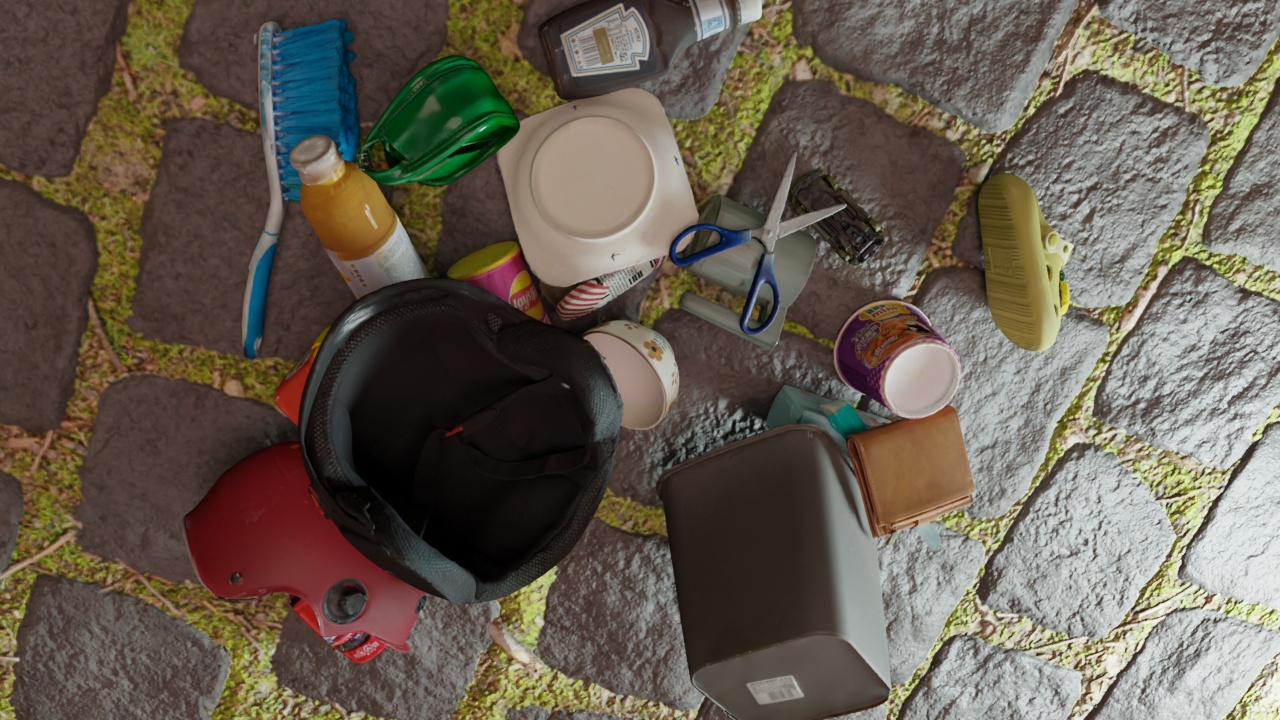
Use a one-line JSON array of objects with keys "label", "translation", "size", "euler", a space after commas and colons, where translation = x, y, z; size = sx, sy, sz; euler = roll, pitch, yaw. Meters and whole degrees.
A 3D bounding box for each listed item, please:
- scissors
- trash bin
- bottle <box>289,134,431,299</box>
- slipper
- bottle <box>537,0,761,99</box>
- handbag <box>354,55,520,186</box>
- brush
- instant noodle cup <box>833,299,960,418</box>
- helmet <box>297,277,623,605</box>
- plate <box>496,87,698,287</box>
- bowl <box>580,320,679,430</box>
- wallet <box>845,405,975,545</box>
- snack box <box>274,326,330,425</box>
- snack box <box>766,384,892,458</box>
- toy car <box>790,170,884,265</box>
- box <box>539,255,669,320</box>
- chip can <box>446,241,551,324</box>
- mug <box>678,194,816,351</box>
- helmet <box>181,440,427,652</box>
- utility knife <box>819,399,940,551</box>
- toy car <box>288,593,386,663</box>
[{"label": "scissors", "translation": [0.107, -0.104, 0.829], "size": [0.175, 0.012, 0.162], "euler": [-7, 102, -11]}, {"label": "trash bin", "translation": [0.133, 0.217, 0.893], "size": [0.199, 0.219, 0.199], "euler": [-23, 130, 22]}, {"label": "bottle", "translation": [-0.240, -0.109, 0.794], "size": [0.068, 0.068, 0.190], "euler": [-20, 140, -1]}, {"label": "slipper", "translation": [0.398, -0.102, 0.923], "size": [0.081, 0.091, 0.190], "euler": [-20, 109, -4]}, {"label": "bottle", "translation": [0.011, -0.292, 0.814], "size": [0.195, 0.044, 0.080], "euler": [-18, 112, -2]}, {"label": "handbag", "translation": [-0.170, -0.195, 0.777], "size": [0.120, 0.131, 0.068], "euler": [-35, 97, 12]}, {"label": "brush", "translation": [-0.309, -0.143, 0.820], "size": [0.109, 0.060, 0.315], "euler": [3, 112, -4]}, {"label": "instant noodle cup", "translation": [0.266, 0.002, 0.935], "size": [0.111, 0.099, 0.112], "euler": [-3, 109, -8]}, {"label": "helmet", "translation": [-0.158, 0.064, 0.763], "size": [0.233, 0.231, 0.275], "euler": [-47, 108, -23]}, {"label": "plate", "translation": [-0.041, -0.160, 0.822], "size": [0.164, 0.034, 0.163], "euler": [-18, 85, 3]}, {"label": "bowl", "translation": [-0.005, 0.005, 0.903], "size": [0.062, 0.114, 0.113], "euler": [-42, 118, -37]}, {"label": "wallet", "translation": [0.276, 0.116, 0.917], "size": [0.130, 0.035, 0.119], "euler": [-13, 91, -24]}, {"label": "snack box", "translation": [-0.290, 0.022, 0.863], "size": [0.080, 0.091, 0.082], "euler": [-37, 111, 13]}, {"label": "snack box", "translation": [0.226, 0.084, 0.972], "size": [0.174, 0.074, 0.052], "euler": [19, 106, -15]}, {"label": "toy car", "translation": [0.193, -0.141, 0.906], "size": [0.105, 0.032, 0.048], "euler": [43, 99, -9]}, {"label": "box", "translation": [-0.012, -0.090, 0.865], "size": [0.163, 0.081, 0.075], "euler": [-37, 139, -1]}, {"label": "chip can", "translation": [-0.110, -0.005, 0.888], "size": [0.071, 0.071, 0.211], "euler": [-22, 112, 0]}, {"label": "mug", "translation": [0.097, -0.084, 0.872], "size": [0.103, 0.084, 0.123], "euler": [24, 70, -14]}, {"label": "helmet", "translation": [-0.292, 0.164, 0.866], "size": [0.240, 0.207, 0.143], "euler": [33, 80, -24]}, {"label": "utility knife", "translation": [0.250, 0.119, 0.940], "size": [0.029, 0.013, 0.221], "euler": [-38, 109, 3]}, {"label": "toy car", "translation": [-0.321, 0.277, 0.978], "size": [0.053, 0.045, 0.120], "euler": [-37, 114, 7]}]
